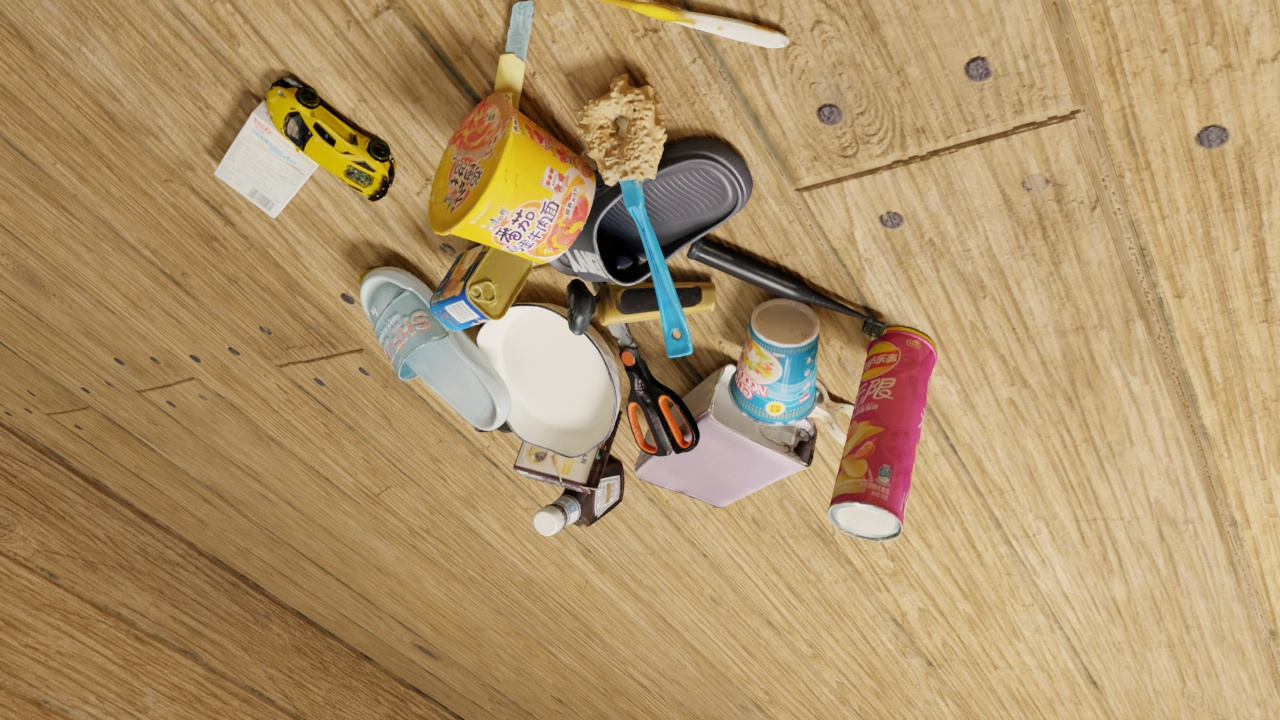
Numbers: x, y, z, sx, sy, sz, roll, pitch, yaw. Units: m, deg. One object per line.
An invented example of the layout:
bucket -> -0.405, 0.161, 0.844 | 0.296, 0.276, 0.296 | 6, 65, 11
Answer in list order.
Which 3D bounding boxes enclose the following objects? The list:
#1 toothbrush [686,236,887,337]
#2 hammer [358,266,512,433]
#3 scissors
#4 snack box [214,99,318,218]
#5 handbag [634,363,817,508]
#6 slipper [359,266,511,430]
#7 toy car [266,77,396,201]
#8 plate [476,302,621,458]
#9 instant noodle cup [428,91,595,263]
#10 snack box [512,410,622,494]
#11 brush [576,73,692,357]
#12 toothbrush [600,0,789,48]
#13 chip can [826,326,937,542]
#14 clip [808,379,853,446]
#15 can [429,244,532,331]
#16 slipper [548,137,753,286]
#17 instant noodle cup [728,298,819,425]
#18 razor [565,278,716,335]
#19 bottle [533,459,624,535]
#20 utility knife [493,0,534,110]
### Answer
toothbrush -> 0.147, -0.072, 0.916 | 0.212, 0.027, 0.026 | 24, -177, -1
hammer -> -0.260, -0.006, 1.248 | 0.126, 0.031, 0.323 | -5, 137, 35
scissors -> 0.007, 0.003, 1.032 | 0.142, 0.021, 0.235 | 10, 118, 35
snack box -> -0.424, -0.225, 1.047 | 0.084, 0.026, 0.157 | 40, 143, -22
handbag -> 0.102, 0.102, 1.119 | 0.145, 0.098, 0.198 | 33, 144, -10
slipper -> -0.261, -0.005, 1.127 | 0.245, 0.074, 0.104 | 47, 132, -3
toy car -> -0.330, -0.231, 0.972 | 0.156, 0.041, 0.071 | 38, 143, -19
plate -> -0.108, 0.019, 1.121 | 0.205, 0.045, 0.205 | 15, 122, 25
instant noodle cup -> -0.116, -0.160, 0.855 | 0.109, 0.137, 0.138 | 23, 152, -34
snack box -> -0.093, 0.112, 1.229 | 0.126, 0.113, 0.053 | 13, 161, 16
brush -> 0.006, -0.124, 0.822 | 0.083, 0.045, 0.255 | -9, 106, 24
toothbrush -> 0.025, -0.276, 0.724 | 0.191, 0.018, 0.016 | 16, 148, 7
chip can -> 0.238, 0.068, 0.891 | 0.071, 0.210, 0.071 | 15, 145, 11
clip -> 0.205, 0.054, 1.042 | 0.100, 0.071, 0.035 | 33, 145, -8
can -> -0.180, -0.086, 1.029 | 0.083, 0.101, 0.057 | -13, 132, 45
slipper -> -0.016, -0.130, 0.888 | 0.269, 0.083, 0.110 | -16, 128, 42
instant noodle cup -> 0.145, -0.004, 0.963 | 0.099, 0.099, 0.110 | 14, 137, 13
razor -> -0.001, -0.062, 0.976 | 0.168, 0.062, 0.067 | -4, 175, 12
bottle -> -0.083, 0.195, 1.276 | 0.044, 0.194, 0.080 | 7, 103, 25
utility knife -> -0.121, -0.246, 0.845 | 0.031, 0.021, 0.211 | 20, 153, -4
